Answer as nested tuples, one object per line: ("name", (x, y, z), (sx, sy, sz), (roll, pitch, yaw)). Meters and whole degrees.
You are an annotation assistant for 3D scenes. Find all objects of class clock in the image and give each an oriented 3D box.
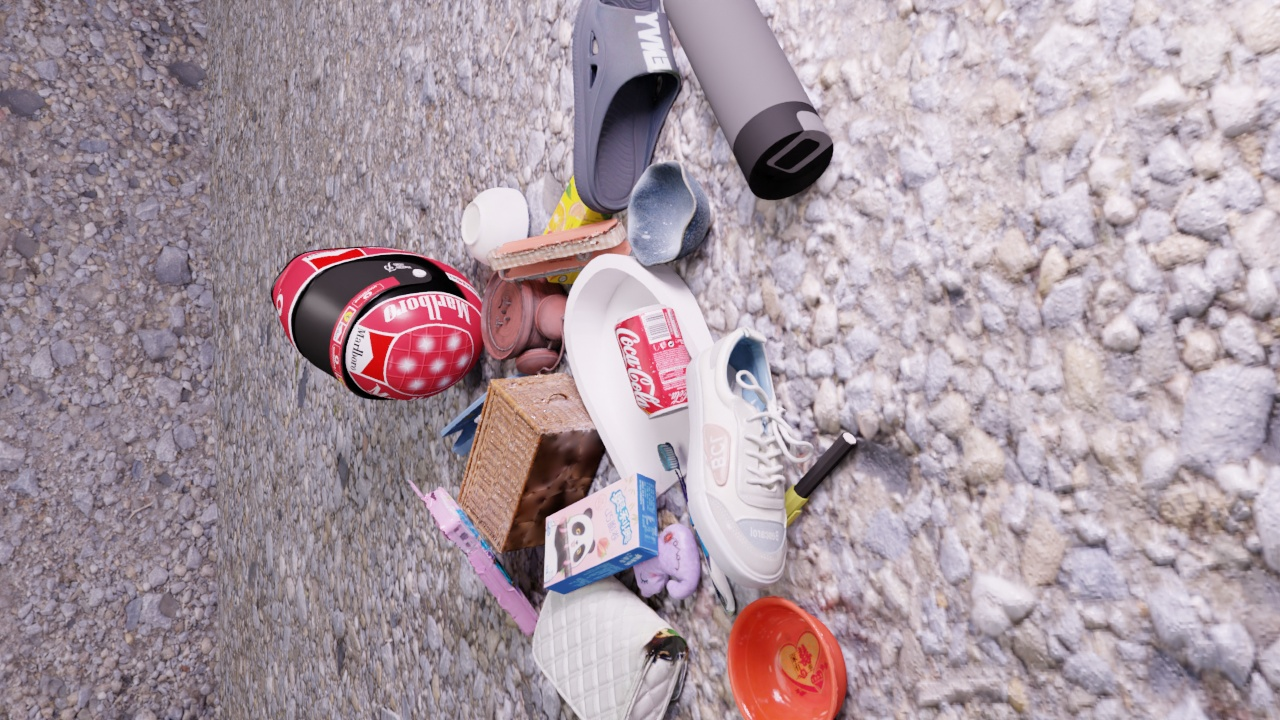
("clock", (-0.141, -0.048, 1.170), (0.157, 0.072, 0.121), (54, 128, 41))

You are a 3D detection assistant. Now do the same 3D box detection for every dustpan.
("dustpan", (-0.006, 0.006, 1.004), (0.192, 0.053, 0.257), (-46, 53, 41))

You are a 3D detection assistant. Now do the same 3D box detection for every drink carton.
("drink carton", (-0.082, -0.161, 1.125), (0.135, 0.042, 0.058), (-57, 47, 34))

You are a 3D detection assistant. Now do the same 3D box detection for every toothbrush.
("toothbrush", (0.056, 0.169, 0.930), (0.016, 0.017, 0.189), (-43, 61, 44))

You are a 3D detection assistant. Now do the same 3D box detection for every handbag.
("handbag", (-0.035, 0.314, 1.009), (0.195, 0.072, 0.139), (30, 103, 50))

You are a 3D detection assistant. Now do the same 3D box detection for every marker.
("marker", (0.151, 0.111, 0.819), (0.124, 0.017, 0.021), (-56, 47, 33))

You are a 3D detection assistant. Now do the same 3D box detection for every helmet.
("helmet", (-0.344, -0.047, 1.276), (0.224, 0.270, 0.198), (40, 121, 41))

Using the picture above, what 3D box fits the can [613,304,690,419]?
("can", (0.017, 0.002, 0.918), (0.064, 0.064, 0.104), (-27, 78, 49))

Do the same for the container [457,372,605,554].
("container", (-0.129, 0.124, 1.111), (0.113, 0.113, 0.199), (42, 122, 40))

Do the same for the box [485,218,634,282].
("box", (-0.093, -0.127, 1.087), (0.188, 0.064, 0.056), (-6, 40, 28))

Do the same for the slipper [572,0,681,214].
("slipper", (-0.014, -0.293, 0.993), (0.083, 0.110, 0.268), (17, 104, 49))

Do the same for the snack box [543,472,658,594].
("snack box", (-0.045, 0.191, 1.000), (0.155, 0.033, 0.087), (-31, 46, 35))

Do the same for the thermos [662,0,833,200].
("thermos", (0.098, -0.268, 0.862), (0.082, 0.082, 0.240), (-47, 53, 41))

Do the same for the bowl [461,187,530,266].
("bowl", (-0.208, -0.186, 1.278), (0.114, 0.063, 0.113), (-5, 84, 54))

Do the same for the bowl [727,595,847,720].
("bowl", (0.136, 0.272, 0.805), (0.131, 0.045, 0.130), (-5, 83, 53))

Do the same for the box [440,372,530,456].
("box", (-0.211, 0.064, 1.256), (0.211, 0.059, 0.068), (-32, 22, 47))

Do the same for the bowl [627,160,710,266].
("bowl", (0.037, -0.150, 0.957), (0.111, 0.055, 0.110), (-7, 82, 53))

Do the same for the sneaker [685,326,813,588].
("sneaker", (0.096, 0.076, 0.817), (0.091, 0.089, 0.241), (-45, 40, 45))

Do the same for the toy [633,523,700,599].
("toy", (0.024, 0.216, 0.964), (0.100, 0.036, 0.080), (-38, 58, 43))

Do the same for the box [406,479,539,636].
("box", (-0.215, 0.239, 1.169), (0.159, 0.035, 0.230), (34, 156, 50))
